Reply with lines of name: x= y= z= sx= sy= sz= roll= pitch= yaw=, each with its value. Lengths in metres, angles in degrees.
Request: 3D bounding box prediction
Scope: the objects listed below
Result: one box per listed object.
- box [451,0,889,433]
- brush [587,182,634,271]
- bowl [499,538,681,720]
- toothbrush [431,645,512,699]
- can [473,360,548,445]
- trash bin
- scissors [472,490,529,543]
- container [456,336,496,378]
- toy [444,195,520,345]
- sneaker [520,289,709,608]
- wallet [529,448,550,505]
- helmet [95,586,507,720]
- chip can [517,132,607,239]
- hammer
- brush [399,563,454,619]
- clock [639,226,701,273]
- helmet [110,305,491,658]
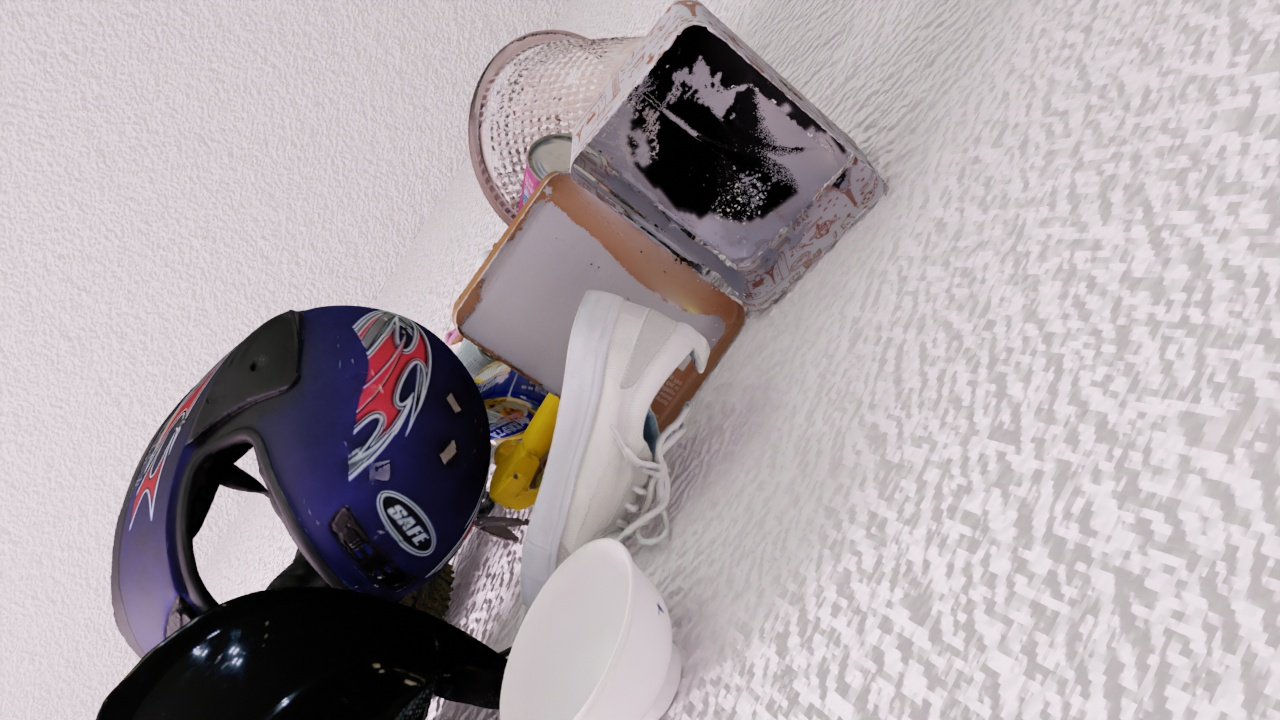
box: x=0.013 y=-0.083 z=0.627 sx=0.261 sy=0.178 sz=0.105 roll=-47 pitch=23 yaw=22
brush: x=-0.061 y=-0.082 z=0.772 sx=0.146 sy=0.073 sz=0.063 roll=124 pitch=160 yaw=-46
bowl: x=-0.017 y=0.164 z=0.500 sx=0.118 sy=0.064 sz=0.118 roll=-46 pitch=23 yaw=26
toothbrush: x=-0.127 y=0.238 z=0.696 sx=0.182 sy=0.015 sz=0.018 roll=-36 pitch=38 yaw=40
can: x=-0.124 y=0.041 z=0.887 sx=0.148 sy=0.074 sz=0.049 roll=-23 pitch=41 yaw=54
trash bin: x=-0.025 y=-0.221 z=0.893 sx=0.192 sy=0.227 sz=0.227 roll=9 pitch=66 yaw=53
scissors: x=-0.139 y=0.143 z=0.834 sx=0.169 sy=0.014 sz=0.156 roll=-24 pitch=14 yaw=18
container: x=-0.145 y=-0.003 z=0.975 sx=0.112 sy=0.090 sz=0.090 roll=-33 pitch=31 yaw=50
toy: x=-0.140 y=-0.096 z=1.056 sx=0.130 sy=0.140 sz=0.200 roll=44 pitch=113 yaw=28
sneaker: x=-0.018 y=0.073 z=0.605 sx=0.089 sy=0.091 sz=0.243 roll=-72 pitch=-2 yaw=-62
wallet: x=-0.055 y=0.089 z=0.734 sx=0.090 sy=0.033 sz=0.115 roll=-55 pitch=18 yaw=6
helmet: x=-0.214 y=0.261 z=0.590 sx=0.233 sy=0.230 sz=0.275 roll=-64 pitch=3 yaw=-22
chip can: x=-0.084 y=-0.109 z=0.848 sx=0.211 sy=0.071 sz=0.071 roll=112 pitch=176 yaw=-54
hammer: x=-0.035 y=-0.008 z=0.724 sx=0.301 sy=0.033 sz=0.128 roll=-57 pitch=16 yaw=11
brush: x=-0.217 y=0.241 z=0.826 sx=0.074 sy=0.055 sz=0.143 roll=-35 pitch=30 yaw=39
clock: x=0.015 y=-0.080 z=0.783 sx=0.122 sy=0.055 sz=0.081 roll=-46 pitch=23 yaw=33
helmet: x=-0.250 y=0.097 z=0.753 sx=0.241 sy=0.247 sz=0.314 roll=-14 pitch=40 yaw=21
